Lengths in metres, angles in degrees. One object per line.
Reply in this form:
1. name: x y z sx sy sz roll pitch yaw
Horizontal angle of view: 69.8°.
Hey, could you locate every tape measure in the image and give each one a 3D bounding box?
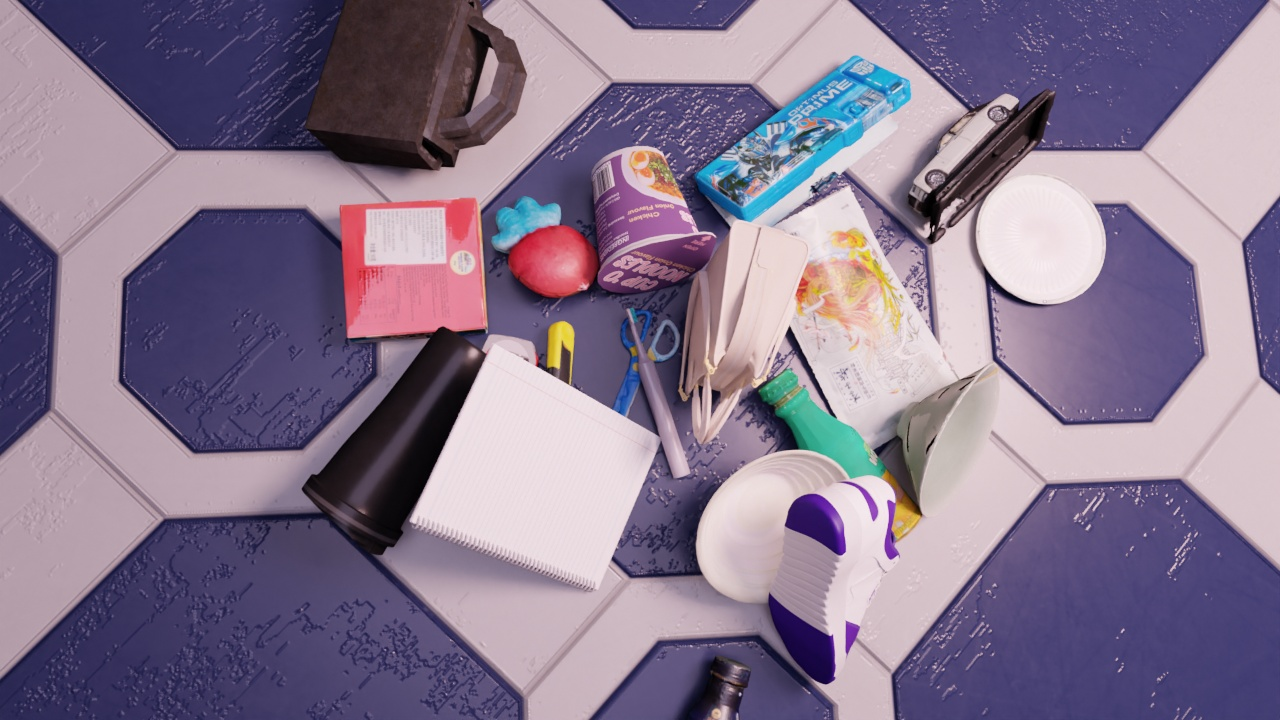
1. tape measure: -0.141 0.006 0.975 0.060 0.020 0.062 18 81 3

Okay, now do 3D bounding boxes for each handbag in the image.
1. handbag: 0.088 -0.013 0.912 0.101 0.195 0.197 17 77 -3
2. handbag: -0.218 -0.298 0.970 0.199 0.102 0.197 12 81 12

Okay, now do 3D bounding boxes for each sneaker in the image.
1. sneaker: 0.201 0.211 0.913 0.111 0.245 0.092 -24 41 -29

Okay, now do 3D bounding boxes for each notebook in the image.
1. notebook: -0.091 0.114 0.893 0.245 0.013 0.177 33 77 -41

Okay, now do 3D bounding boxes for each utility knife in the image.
1. utility knife: -0.086 0.047 0.950 0.028 0.020 0.187 25 58 -45

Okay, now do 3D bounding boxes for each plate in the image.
1. plate: 0.461 -0.141 1.061 0.157 0.014 0.157 1 82 -6

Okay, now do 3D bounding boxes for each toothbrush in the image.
1. toothbrush: 0.015 0.034 0.978 0.019 0.018 0.188 -18 90 -22

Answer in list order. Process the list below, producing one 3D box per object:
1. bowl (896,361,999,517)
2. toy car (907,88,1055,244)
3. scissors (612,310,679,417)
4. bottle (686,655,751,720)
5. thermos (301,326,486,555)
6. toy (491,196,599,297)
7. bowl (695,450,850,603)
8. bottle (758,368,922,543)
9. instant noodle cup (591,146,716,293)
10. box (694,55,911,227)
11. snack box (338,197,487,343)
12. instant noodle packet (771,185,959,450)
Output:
1. bowl: 0.312 0.074 0.970 0.068 0.174 0.174 24 78 35
2. toy car: 0.374 -0.231 1.040 0.191 0.094 0.071 -45 63 -9
3. scissors: -0.008 0.006 0.994 0.070 0.022 0.130 27 84 -3
4. bottle: 0.069 0.381 0.924 0.056 0.056 0.160 20 81 -3
5. thermos: -0.232 0.074 0.912 0.106 0.106 0.218 34 80 0
6. toy: -0.104 -0.120 0.981 0.092 0.062 0.133 -27 66 -30
7. bowl: 0.131 0.160 0.944 0.176 0.058 0.177 -6 113 -15
8. bottle: 0.207 0.101 0.973 0.068 0.068 0.209 -38 87 -10
9. instant noodle cup: 0.006 -0.155 0.967 0.137 0.121 0.121 -27 69 34
10. box: 0.186 -0.234 1.033 0.243 0.085 0.092 -38 50 -9
11. snack box: -0.238 -0.095 0.970 0.145 0.040 0.142 -4 82 -7
12. instant noodle packet: 0.238 -0.046 1.007 0.146 0.057 0.269 -29 91 -7
